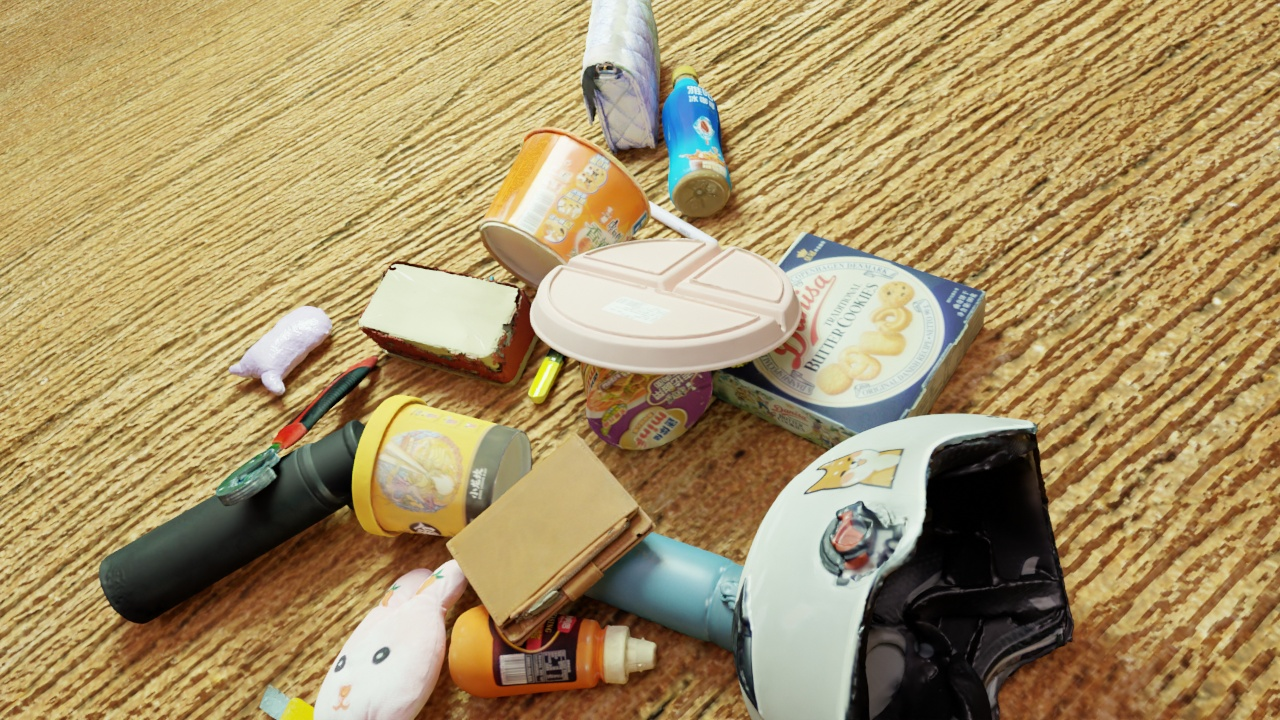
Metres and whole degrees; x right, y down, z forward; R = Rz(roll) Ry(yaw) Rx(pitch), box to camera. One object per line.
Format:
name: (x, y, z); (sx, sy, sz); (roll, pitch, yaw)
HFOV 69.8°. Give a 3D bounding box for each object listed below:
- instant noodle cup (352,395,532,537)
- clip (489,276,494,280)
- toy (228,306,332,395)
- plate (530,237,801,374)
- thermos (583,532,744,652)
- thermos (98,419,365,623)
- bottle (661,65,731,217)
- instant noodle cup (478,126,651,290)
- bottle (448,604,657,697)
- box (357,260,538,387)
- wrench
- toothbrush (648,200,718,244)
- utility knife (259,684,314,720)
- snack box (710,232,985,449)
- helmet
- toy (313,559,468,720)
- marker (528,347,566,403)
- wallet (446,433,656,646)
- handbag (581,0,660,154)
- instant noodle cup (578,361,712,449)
instant noodle cup: (-0.159, 0.095, 0.763); (0.114, 0.119, 0.118); (8, 54, 11)
clip: (-0.161, -0.065, 0.953); (0.047, 0.014, 0.056); (-9, 52, 11)
toy: (-0.366, -0.015, 0.954); (0.084, 0.039, 0.107); (22, 59, 30)
plate: (0.021, -0.055, 0.775); (0.229, 0.028, 0.229); (-1, 30, 1)
thermos: (0.001, 0.159, 0.692); (0.221, 0.070, 0.070); (14, 57, 26)
thermos: (-0.331, 0.144, 0.794); (0.242, 0.090, 0.068); (-29, 46, 0)
bottle: (0.056, -0.250, 1.005); (0.065, 0.065, 0.218); (-10, 51, 8)
instant noodle cup: (-0.081, -0.138, 0.909); (0.151, 0.151, 0.111); (21, 68, 29)
bottle: (-0.062, 0.215, 0.674); (0.149, 0.067, 0.066); (-1, 52, 6)
box: (-0.189, -0.039, 0.891); (0.168, 0.076, 0.091); (13, 68, 25)
wrench: (-0.297, 0.054, 0.815); (0.056, 0.016, 0.272); (-21, 19, 14)
toothbrush: (0.012, -0.160, 0.976); (0.189, 0.029, 0.021); (35, 30, 34)
utility knife: (-0.224, 0.288, 0.687); (0.181, 0.015, 0.033); (17, 37, 28)
snack box: (0.174, -0.015, 0.797); (0.183, 0.046, 0.177); (25, 62, 30)
helmet: (0.147, 0.149, 0.574); (0.157, 0.230, 0.273); (11, 48, 46)
toy: (-0.186, 0.217, 0.693); (0.122, 0.054, 0.159); (-23, 30, 33)
marker: (-0.078, -0.009, 0.885); (0.018, 0.015, 0.123); (8, 52, 20)
wallet: (-0.068, 0.128, 0.675); (0.131, 0.031, 0.108); (-41, 51, -7)
handbag: (-0.021, -0.338, 1.054); (0.076, 0.134, 0.193); (-6, 50, 11)
instant noodle cup: (-0.005, 0.005, 0.798); (0.111, 0.112, 0.099); (-22, 41, -2)
